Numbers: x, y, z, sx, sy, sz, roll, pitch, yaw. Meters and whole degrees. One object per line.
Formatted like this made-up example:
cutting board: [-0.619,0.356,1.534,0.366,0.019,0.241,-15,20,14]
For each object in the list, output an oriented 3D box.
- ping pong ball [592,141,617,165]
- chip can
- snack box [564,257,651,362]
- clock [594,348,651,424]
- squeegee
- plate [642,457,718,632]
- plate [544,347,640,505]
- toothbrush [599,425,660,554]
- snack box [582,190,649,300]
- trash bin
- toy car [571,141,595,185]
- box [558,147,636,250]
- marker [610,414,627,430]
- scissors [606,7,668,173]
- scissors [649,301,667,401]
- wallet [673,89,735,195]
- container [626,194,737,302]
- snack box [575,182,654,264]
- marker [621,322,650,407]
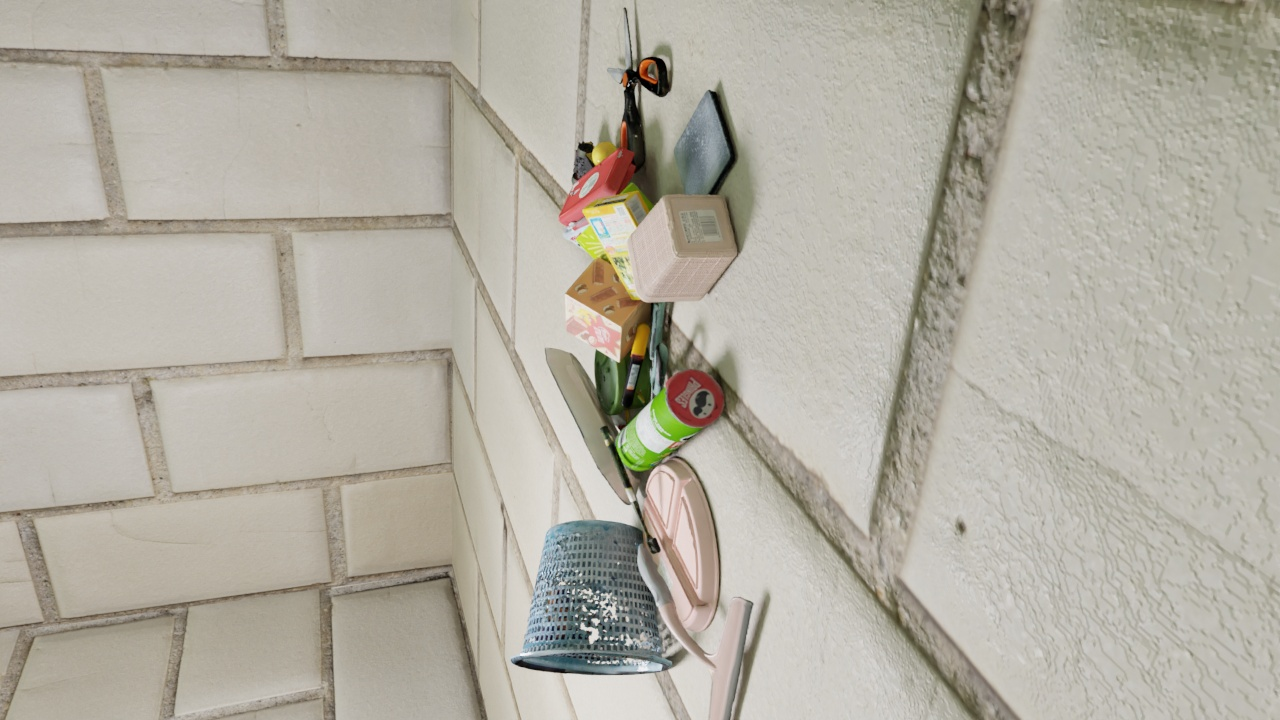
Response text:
ping pong ball: [-0.052,-0.306,1.369,0.040,0.040,0.040,176,90,-71]
chip can: [0.030,0.081,1.161,0.237,0.072,0.072,130,133,-64]
snack box: [-0.044,-0.068,1.254,0.094,0.076,0.093,31,152,14]
clock: [-0.028,0.005,1.341,0.116,0.056,0.161,128,134,-62]
squeegee: [0.043,0.313,1.143,0.249,0.040,0.248,48,141,50]
plate: [0.047,0.245,1.217,0.230,0.028,0.229,175,90,-71]
plate: [-0.067,0.091,1.369,0.265,0.034,0.162,62,-177,19]
toothbrush: [-0.013,0.174,1.231,0.017,0.012,0.186,-20,93,64]
snack box: [-0.007,-0.141,1.149,0.087,0.033,0.140,1,126,51]
trash bin: [-0.067,0.341,1.326,0.227,0.226,0.194,124,150,-61]
toy car: [-0.068,-0.274,1.418,0.071,0.041,0.155,106,146,-45]
box: [-0.040,-0.216,1.307,0.202,0.100,0.102,-12,52,65]
marker: [-0.047,0.084,1.473,0.145,0.017,0.017,-140,49,-64]
scissors: [-0.008,-0.369,1.258,0.234,0.021,0.221,-141,51,-63]
scissors: [0.022,-0.004,1.193,0.180,0.019,0.170,-98,12,-72]
wallet: [0.073,-0.236,1.058,0.121,0.019,0.097,124,136,-59]
container: [0.048,-0.130,1.045,0.111,0.089,0.090,133,130,-62]
snack box: [-0.021,-0.164,1.203,0.086,0.026,0.157,46,151,-8]
marker: [-0.007,0.007,1.256,0.015,0.018,0.124,-111,32,-69]
